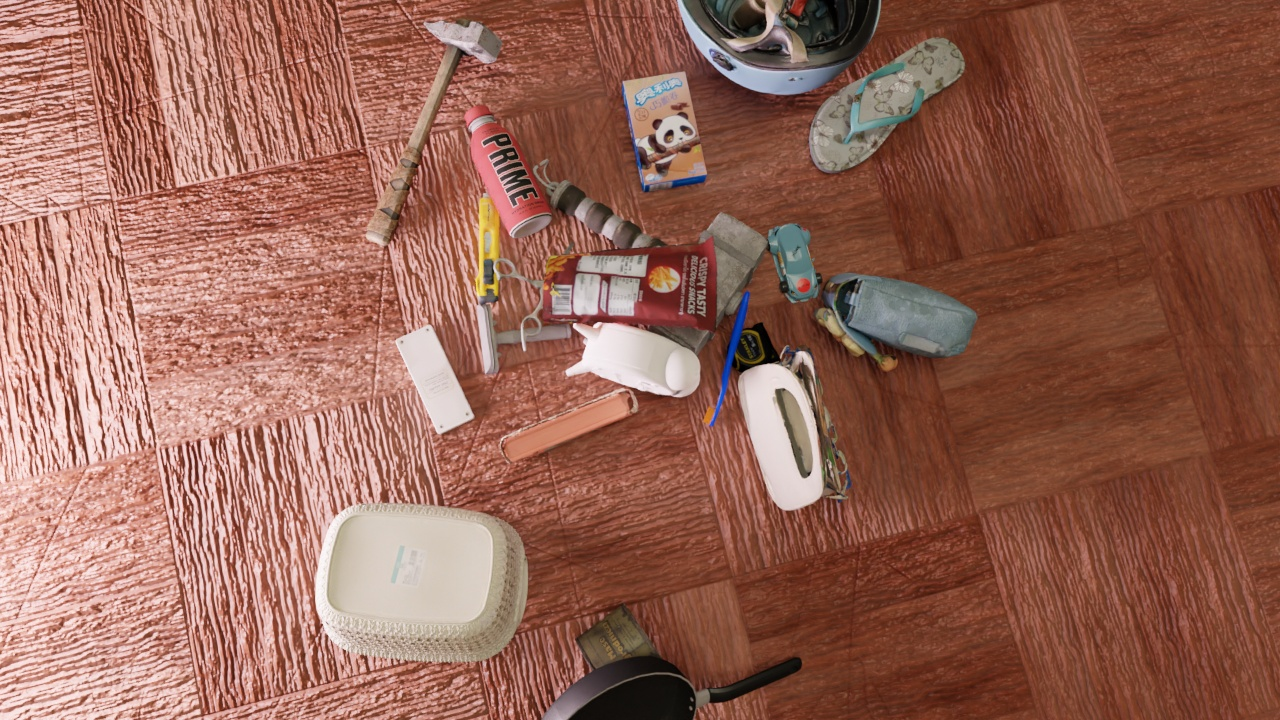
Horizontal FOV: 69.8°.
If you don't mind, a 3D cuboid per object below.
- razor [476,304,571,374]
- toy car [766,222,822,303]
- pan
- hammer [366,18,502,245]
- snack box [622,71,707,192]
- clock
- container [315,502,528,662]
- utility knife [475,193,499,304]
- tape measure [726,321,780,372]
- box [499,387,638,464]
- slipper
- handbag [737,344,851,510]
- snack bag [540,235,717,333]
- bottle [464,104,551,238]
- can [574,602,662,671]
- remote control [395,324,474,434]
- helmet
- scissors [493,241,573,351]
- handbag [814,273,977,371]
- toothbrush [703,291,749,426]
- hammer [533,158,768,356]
[{"bbox_3d":[-0.148,-0.032,1.184,0.116,0.047,0.088,-7,82,-12],"label":"razor"},{"bbox_3d":[0.207,-0.133,1.222,0.060,0.027,0.107,-14,82,-5],"label":"toy car"},{"bbox_3d":[0.036,0.408,1.087,0.355,0.044,0.204,-13,126,-25],"label":"pan"},{"bbox_3d":[-0.287,-0.302,1.203,0.122,0.049,0.318,19,86,34],"label":"hammer"},{"bbox_3d":[0.032,-0.308,1.236,0.087,0.034,0.151,-10,82,-5],"label":"snack box"},{"bbox_3d":[-0.006,0.006,1.139,0.161,0.125,0.072,17,82,6],"label":"clock"},{"bbox_3d":[-0.259,0.254,1.080,0.246,0.143,0.184,4,68,-3],"label":"container"},{"bbox_3d":[-0.201,-0.148,1.210,0.030,0.017,0.151,1,78,-12],"label":"utility knife"},{"bbox_3d":[0.144,-0.012,1.197,0.061,0.034,0.061,-18,73,-10],"label":"tape measure"},{"bbox_3d":[-0.090,0.082,1.164,0.186,0.056,0.059,-24,51,-8],"label":"box"},{"bbox_3d":[0.335,-0.363,1.253,0.268,0.055,0.098,-40,83,-9],"label":"slipper"},{"bbox_3d":[0.199,0.078,1.105,0.093,0.200,0.200,-15,85,-10],"label":"handbag"},{"bbox_3d":[-0.012,-0.093,1.105,0.208,0.067,0.138,-3,52,10],"label":"snack bag"},{"bbox_3d":[-0.179,-0.251,1.202,0.062,0.062,0.176,-25,83,-7],"label":"bottle"},{"bbox_3d":[-0.025,0.351,1.104,0.074,0.090,0.090,-35,85,-8],"label":"can"},{"bbox_3d":[-0.264,0.024,1.181,0.050,0.011,0.135,-25,84,-7],"label":"remote control"},{"bbox_3d":[0.166,-0.455,1.199,0.265,0.167,0.225,28,78,0],"label":"helmet"},{"bbox_3d":[-0.126,-0.087,1.184,0.141,0.014,0.174,17,64,-10],"label":"scissors"},{"bbox_3d":[0.321,-0.046,1.177,0.192,0.121,0.119,18,97,-2],"label":"handbag"},{"bbox_3d":[0.111,-0.001,1.172,0.018,0.016,0.183,16,104,7],"label":"toothbrush"},{"bbox_3d":[-0.010,-0.157,1.196,0.326,0.079,0.176,33,81,8],"label":"hammer"}]
